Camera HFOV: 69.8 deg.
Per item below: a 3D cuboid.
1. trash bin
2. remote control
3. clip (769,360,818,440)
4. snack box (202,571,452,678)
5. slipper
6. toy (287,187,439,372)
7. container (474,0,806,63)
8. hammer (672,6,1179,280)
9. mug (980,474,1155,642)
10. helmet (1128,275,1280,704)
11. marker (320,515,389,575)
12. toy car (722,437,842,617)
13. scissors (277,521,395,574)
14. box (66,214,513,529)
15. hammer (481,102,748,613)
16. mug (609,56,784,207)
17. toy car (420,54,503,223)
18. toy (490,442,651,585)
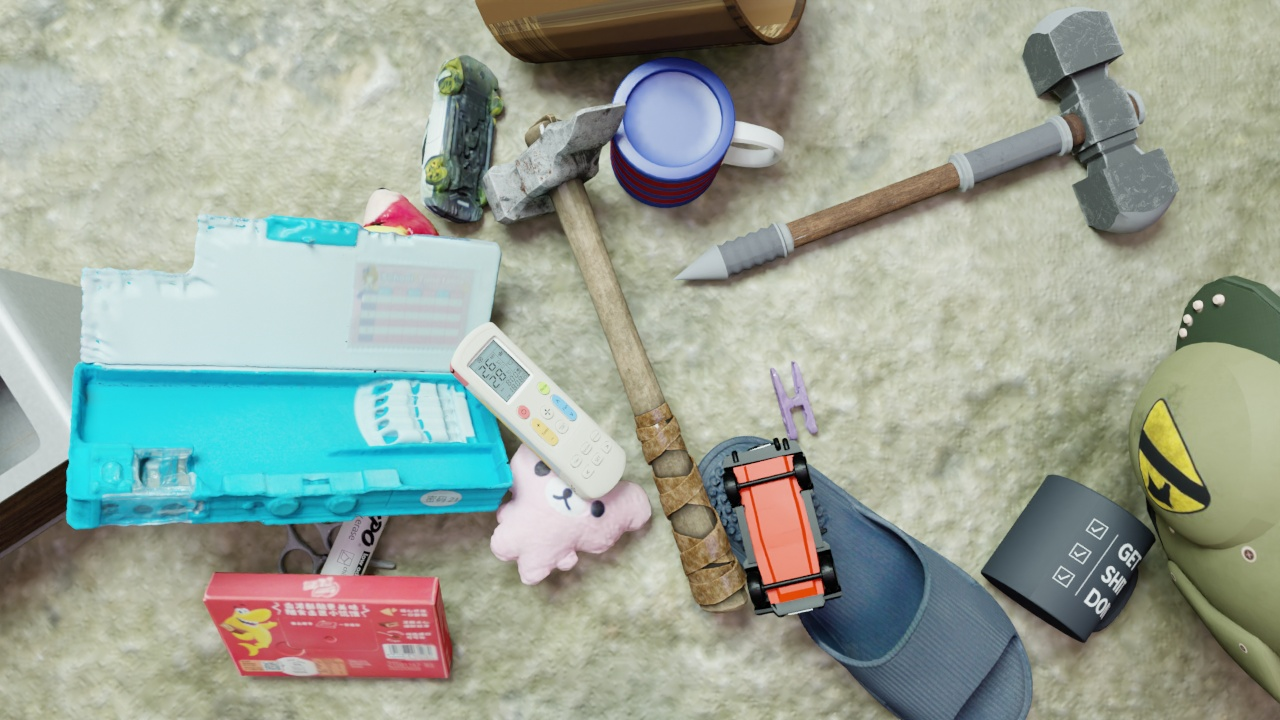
[{"bbox_3d":[-0.419,0.062,0.539,0.229,0.114,0.114,-33,89,-3],"label":"trash bin"},{"bbox_3d":[-0.059,0.031,0.543,0.125,0.018,0.038,45,59,-12],"label":"remote control"},{"bbox_3d":[0.098,0.028,0.607,0.037,0.013,0.053,-32,91,-2],"label":"clip"},{"bbox_3d":[-0.186,0.164,0.561,0.133,0.089,0.021,2,43,-2],"label":"snack box"},{"bbox_3d":[0.144,0.143,0.569,0.263,0.082,0.101,40,86,2],"label":"slipper"},{"bbox_3d":[-0.178,-0.037,0.580,0.137,0.067,0.105,-43,98,5],"label":"toy"},{"bbox_3d":[-0.005,-0.238,0.535,0.168,0.132,0.132,1,86,33],"label":"container"},{"bbox_3d":[0.175,-0.111,0.606,0.322,0.043,0.156,-21,88,0],"label":"hammer"},{"bbox_3d":[0.279,0.133,0.585,0.105,0.071,0.077,38,86,-26],"label":"mug"},{"bbox_3d":[0.384,0.067,0.480,0.250,0.256,0.232,-9,83,-3],"label":"helmet"},{"bbox_3d":[-0.170,0.091,0.584,0.025,0.025,0.125,22,80,-1],"label":"marker"},{"bbox_3d":[0.082,0.097,0.536,0.051,0.049,0.100,-15,71,9],"label":"toy car"},{"bbox_3d":[-0.230,0.082,0.595,0.090,0.014,0.171,-25,90,-4],"label":"scissors"},{"bbox_3d":[-0.191,0.009,0.523,0.226,0.084,0.172,2,78,-30],"label":"box"},{"bbox_3d":[-0.003,0.003,0.559,0.048,0.122,0.319,-22,92,-36],"label":"hammer"},{"bbox_3d":[0.036,-0.140,0.582,0.112,0.076,0.075,6,87,-1],"label":"mug"},{"bbox_3d":[-0.119,-0.142,0.594,0.033,0.048,0.105,6,87,33],"label":"toy car"},{"bbox_3d":[-0.052,0.094,0.575,0.099,0.053,0.095,40,61,0],"label":"toy"}]
